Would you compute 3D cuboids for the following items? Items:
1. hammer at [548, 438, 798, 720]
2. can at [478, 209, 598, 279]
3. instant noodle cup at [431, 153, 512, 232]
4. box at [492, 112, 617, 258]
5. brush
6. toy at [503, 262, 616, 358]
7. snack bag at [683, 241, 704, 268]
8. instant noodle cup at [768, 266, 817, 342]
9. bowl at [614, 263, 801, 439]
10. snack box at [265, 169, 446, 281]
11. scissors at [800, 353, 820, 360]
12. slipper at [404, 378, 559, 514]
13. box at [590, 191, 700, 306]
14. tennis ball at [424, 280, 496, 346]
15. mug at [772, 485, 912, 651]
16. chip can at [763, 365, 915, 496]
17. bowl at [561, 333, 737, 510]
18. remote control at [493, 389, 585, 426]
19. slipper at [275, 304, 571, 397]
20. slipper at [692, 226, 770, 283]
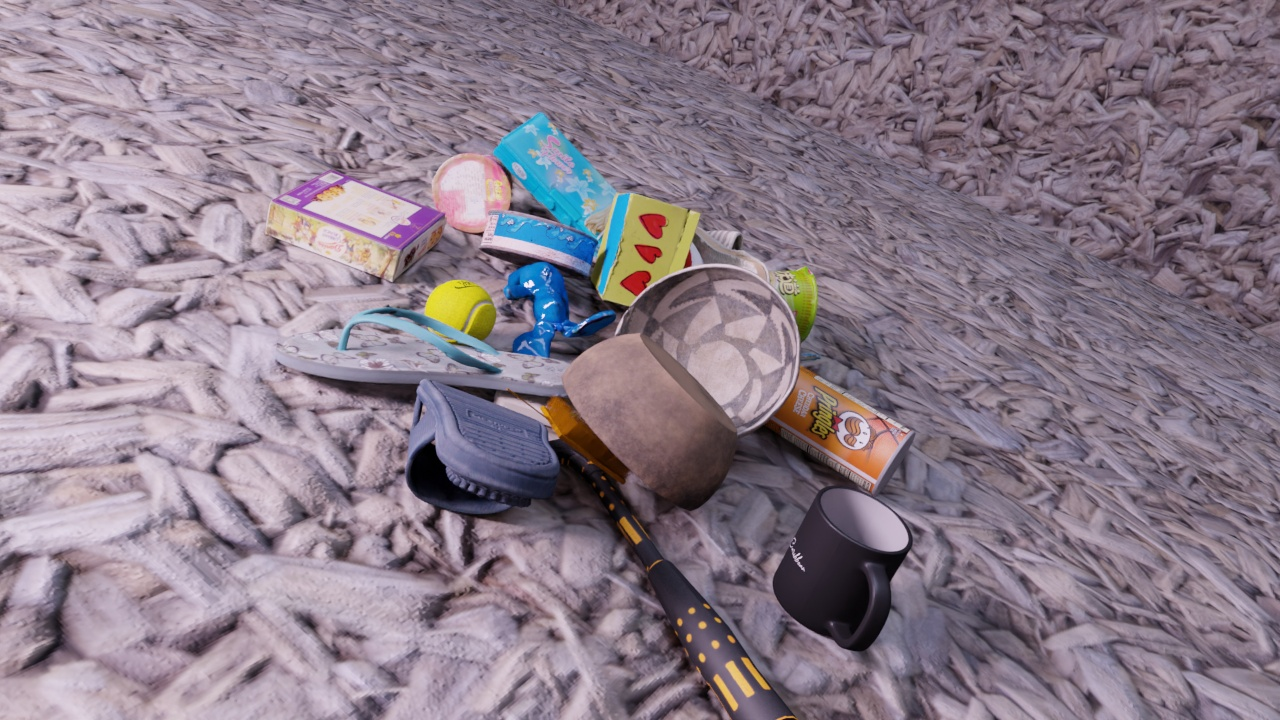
[{"bbox_3d":[0.011,0.153,0.673,0.123,0.036,0.320,3,29,-32],"label":"hammer"},{"bbox_3d":[-0.116,-0.131,1.046,0.130,0.044,0.130,15,-2,0],"label":"can"},{"bbox_3d":[-0.205,-0.221,1.173,0.097,0.098,0.108,19,19,-5],"label":"instant noodle cup"},{"bbox_3d":[-0.075,-0.219,1.210,0.227,0.086,0.169,46,16,-5],"label":"box"},{"bbox_3d":[-0.053,0.052,0.712,0.126,0.017,0.048,42,4,-39],"label":"brush"},{"bbox_3d":[-0.095,-0.060,0.967,0.112,0.071,0.176,-2,33,-20],"label":"toy"},{"bbox_3d":[0.058,-0.063,1.021,0.039,0.131,0.143,-5,28,2],"label":"snack bag"},{"bbox_3d":[0.154,-0.073,1.158,0.108,0.099,0.098,4,30,-15],"label":"instant noodle cup"},{"bbox_3d":[0.070,0.001,0.897,0.178,0.178,0.081,32,-6,20],"label":"bowl"},{"bbox_3d":[-0.308,-0.152,1.009,0.148,0.041,0.143,21,26,-1],"label":"snack box"},{"bbox_3d":[0.146,0.000,1.036,0.140,0.011,0.134,7,-22,35],"label":"scissors"},{"bbox_3d":[-0.118,0.075,0.657,0.101,0.082,0.264,19,2,-18],"label":"slipper"},{"bbox_3d":[0.001,-0.123,1.034,0.083,0.124,0.221,15,7,-10],"label":"box"},{"bbox_3d":[-0.172,-0.044,0.876,0.065,0.065,0.065,17,26,-9],"label":"tennis ball"},{"bbox_3d":[0.156,0.164,0.694,0.078,0.088,0.113,14,27,-14],"label":"mug"},{"bbox_3d":[0.166,0.049,0.940,0.215,0.075,0.075,33,28,22],"label":"chip can"},{"bbox_3d":[0.016,0.043,0.767,0.162,0.070,0.162,44,8,-8],"label":"bowl"},{"bbox_3d":[-0.070,0.047,0.831,0.125,0.018,0.038,18,26,-9],"label":"remote control"},{"bbox_3d":[-0.175,-0.014,0.807,0.268,0.055,0.098,7,16,-19],"label":"slipper"},{"bbox_3d":[0.093,-0.098,1.089,0.054,0.114,0.272,6,15,-20],"label":"slipper"}]
